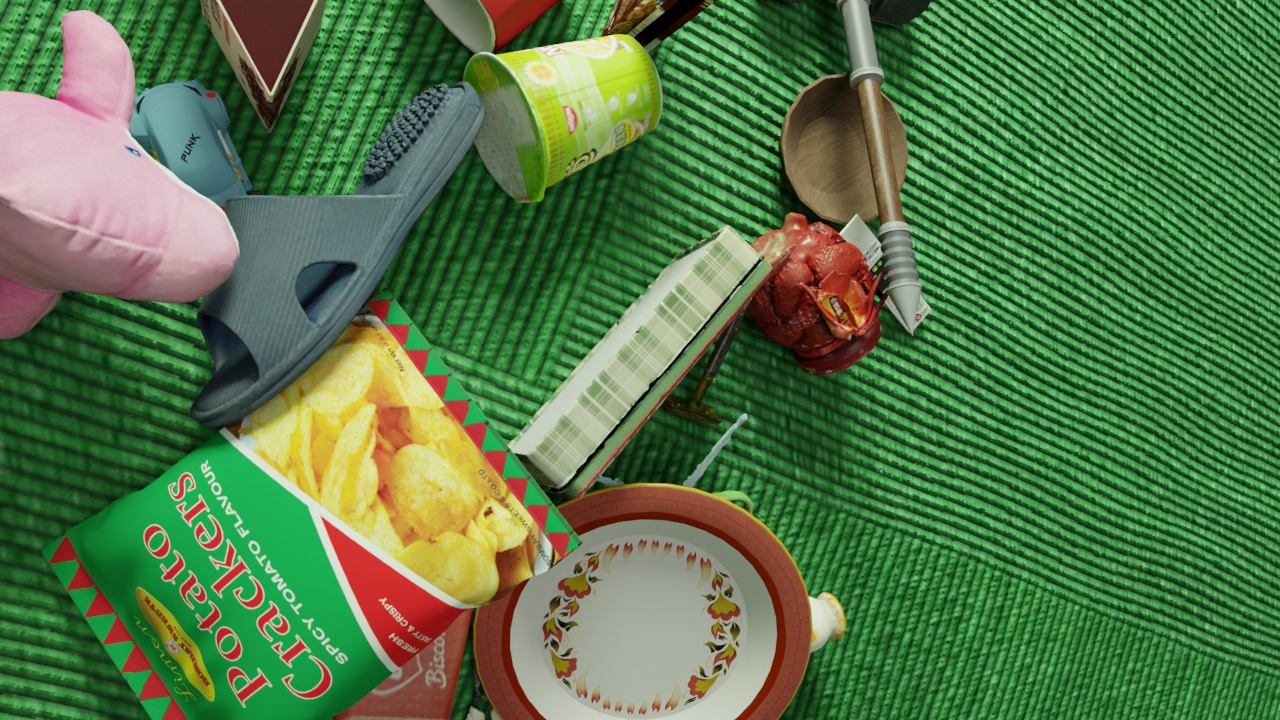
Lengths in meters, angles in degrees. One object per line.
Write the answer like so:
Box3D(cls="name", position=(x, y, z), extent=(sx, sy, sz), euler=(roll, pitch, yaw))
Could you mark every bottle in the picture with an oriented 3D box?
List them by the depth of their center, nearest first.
Box3D(cls="bottle", position=(0.129, -0.050, 0.679), extent=(0.098, 0.099, 0.111), euler=(-43, 114, -16))
Box3D(cls="bottle", position=(0.101, 0.206, 0.694), extent=(0.108, 0.063, 0.063), euler=(-9, 95, -22))

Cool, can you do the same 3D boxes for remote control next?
Box3D(cls="remote control", position=(0.194, -0.068, 0.737), extent=(0.028, 0.012, 0.124), euler=(-49, 123, -1))

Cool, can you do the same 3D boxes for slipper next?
Box3D(cls="slipper", position=(-0.192, -0.082, 0.542), extent=(0.082, 0.101, 0.263), euler=(44, 70, -35))

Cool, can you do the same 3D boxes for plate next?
Box3D(cls="plate", position=(0.002, 0.187, 0.629), extent=(0.230, 0.021, 0.230), euler=(-1, 106, -3))

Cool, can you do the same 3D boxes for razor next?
Box3D(cls="razor", position=(0.057, -0.003, 0.671), extent=(0.042, 0.026, 0.106), euler=(16, 112, -20))

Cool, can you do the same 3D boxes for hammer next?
Box3D(cls="hammer", position=(0.172, -0.173, 0.672), extent=(0.156, 0.043, 0.321), euler=(3, 71, -22))

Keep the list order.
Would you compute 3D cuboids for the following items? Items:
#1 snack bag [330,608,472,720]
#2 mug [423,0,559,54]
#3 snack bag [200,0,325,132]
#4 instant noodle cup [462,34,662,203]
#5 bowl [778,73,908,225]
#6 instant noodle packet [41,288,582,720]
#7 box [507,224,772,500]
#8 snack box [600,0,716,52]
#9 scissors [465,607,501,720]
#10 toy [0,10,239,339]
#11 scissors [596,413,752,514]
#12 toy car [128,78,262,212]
Box3D(cls="snack bag", position=(-0.150, 0.159, 0.604), extent=(0.077, 0.041, 0.225), euler=(13, 85, -24))
Box3D(cls="mug", position=(-0.099, -0.274, 0.594), extent=(0.096, 0.080, 0.116), euler=(-46, 100, -15))
Box3D(cls="snack bag", position=(-0.222, -0.247, 0.535), extent=(0.069, 0.094, 0.206), euler=(-3, 92, -22))
Box3D(cls="instant noodle cup", position=(-0.048, -0.170, 0.614), extent=(0.107, 0.099, 0.099), euler=(-29, 102, -27))
Box3D(cls="bowl", position=(0.155, -0.164, 0.726), extent=(0.117, 0.030, 0.118), euler=(-1, 92, -22))
Box3D(cls="instant noodle packet", position=(-0.193, 0.109, 0.535), extent=(0.252, 0.090, 0.195), euler=(-38, 81, -5))
Box3D(cls="box", position=(-0.004, 0.004, 0.618), extent=(0.050, 0.118, 0.205), euler=(42, 74, -10))
Box3D(cls="snack box", position=(0.020, -0.249, 0.609), extent=(0.031, 0.141, 0.051), euler=(24, 82, -21))
Box3D(cls="scissors", position=(-0.098, 0.240, 0.642), extent=(0.132, 0.013, 0.169), euler=(30, 78, -22))
Box3D(cls="toy", position=(-0.337, -0.102, 0.456), extent=(0.265, 0.128, 0.186), euler=(23, 92, 0))
Box3D(cls="scissors", position=(0.023, 0.105, 0.654), extent=(0.171, 0.021, 0.172), euler=(25, 112, -42))
Box3D(cls="toy car", position=(-0.268, -0.117, 0.555), extent=(0.060, 0.027, 0.108), euler=(-24, 100, -20))
